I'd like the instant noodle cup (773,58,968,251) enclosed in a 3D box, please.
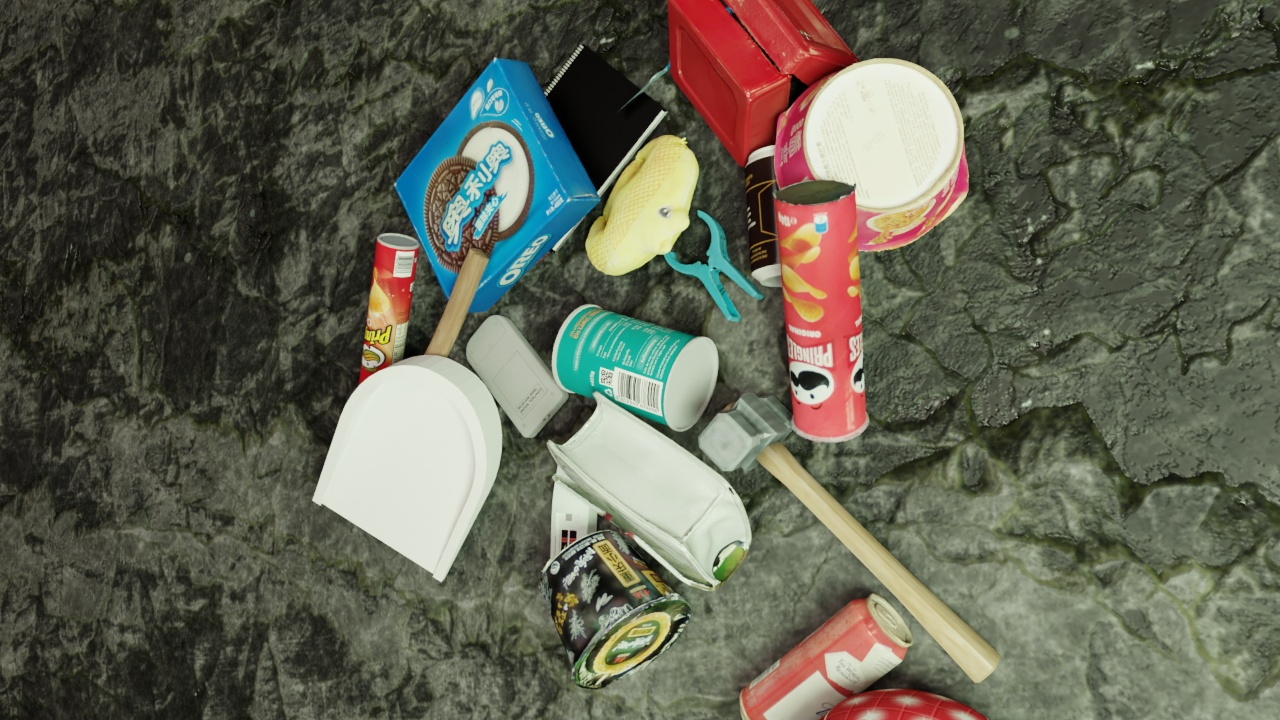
[{"bbox_3d":[0.213,-0.193,0.830,0.179,0.077,0.178,0,87,5],"label":"instant noodle cup"}]

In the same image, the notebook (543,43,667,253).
[{"bbox_3d":[-0.085,-0.251,1.078,0.149,0.016,0.207,45,102,25],"label":"notebook"}]

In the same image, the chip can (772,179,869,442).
[{"bbox_3d":[0.162,-0.043,0.817,0.073,0.072,0.233,9,123,31],"label":"chip can"}]

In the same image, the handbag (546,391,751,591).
[{"bbox_3d":[0.007,0.137,0.920,0.198,0.142,0.096,32,71,30],"label":"handbag"}]

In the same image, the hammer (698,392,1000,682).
[{"bbox_3d":[0.192,0.157,0.838,0.323,0.117,0.051,45,116,17],"label":"hammer"}]

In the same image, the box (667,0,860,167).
[{"bbox_3d":[0.101,-0.300,0.926,0.156,0.146,0.157,-44,65,31],"label":"box"}]

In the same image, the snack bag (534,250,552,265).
[{"bbox_3d":[-0.161,-0.178,1.124,0.075,0.018,0.155,-29,71,24],"label":"snack bag"}]

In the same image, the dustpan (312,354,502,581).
[{"bbox_3d":[-0.270,0.119,1.073,0.191,0.053,0.258,31,108,5],"label":"dustpan"}]

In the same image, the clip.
[{"bbox_3d":[0.087,-0.115,0.968,0.130,0.031,0.121,31,96,30],"label":"clip"}]

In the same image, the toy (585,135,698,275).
[{"bbox_3d":[0.004,-0.164,0.989,0.171,0.064,0.155,-55,36,12],"label":"toy"}]

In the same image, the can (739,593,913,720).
[{"bbox_3d":[0.168,0.288,0.847,0.170,0.067,0.067,-46,64,18],"label":"can"}]

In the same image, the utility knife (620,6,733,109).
[{"bbox_3d":[0.057,-0.347,1.003,0.225,0.031,0.015,-40,99,16],"label":"utility knife"}]

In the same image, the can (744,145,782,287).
[{"bbox_3d":[0.142,-0.142,0.910,0.072,0.071,0.128,-8,80,30],"label":"can"}]

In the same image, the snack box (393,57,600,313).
[{"bbox_3d":[-0.174,-0.197,1.068,0.240,0.056,0.195,-38,73,36],"label":"snack box"}]

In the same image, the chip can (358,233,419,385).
[{"bbox_3d":[-0.315,-0.049,1.143,0.052,0.051,0.215,28,116,30],"label":"chip can"}]

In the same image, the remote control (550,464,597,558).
[{"bbox_3d":[-0.076,0.180,1.028,0.050,0.024,0.143,-1,84,30],"label":"remote control"}]

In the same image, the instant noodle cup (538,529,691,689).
[{"bbox_3d":[-0.034,0.249,0.942,0.137,0.137,0.112,-52,52,15],"label":"instant noodle cup"}]

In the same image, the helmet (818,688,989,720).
[{"bbox_3d":[0.209,0.382,0.735,0.272,0.197,0.224,-5,89,30],"label":"helmet"}]

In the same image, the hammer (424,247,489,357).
[{"bbox_3d":[-0.253,0.011,1.099,0.098,0.052,0.329,39,115,19],"label":"hammer"}]

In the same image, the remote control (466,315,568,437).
[{"bbox_3d":[-0.150,0.015,1.095,0.074,0.019,0.151,-48,64,17],"label":"remote control"}]

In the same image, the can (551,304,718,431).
[{"bbox_3d":[-0.006,0.006,0.964,0.144,0.099,0.099,18,93,31],"label":"can"}]
